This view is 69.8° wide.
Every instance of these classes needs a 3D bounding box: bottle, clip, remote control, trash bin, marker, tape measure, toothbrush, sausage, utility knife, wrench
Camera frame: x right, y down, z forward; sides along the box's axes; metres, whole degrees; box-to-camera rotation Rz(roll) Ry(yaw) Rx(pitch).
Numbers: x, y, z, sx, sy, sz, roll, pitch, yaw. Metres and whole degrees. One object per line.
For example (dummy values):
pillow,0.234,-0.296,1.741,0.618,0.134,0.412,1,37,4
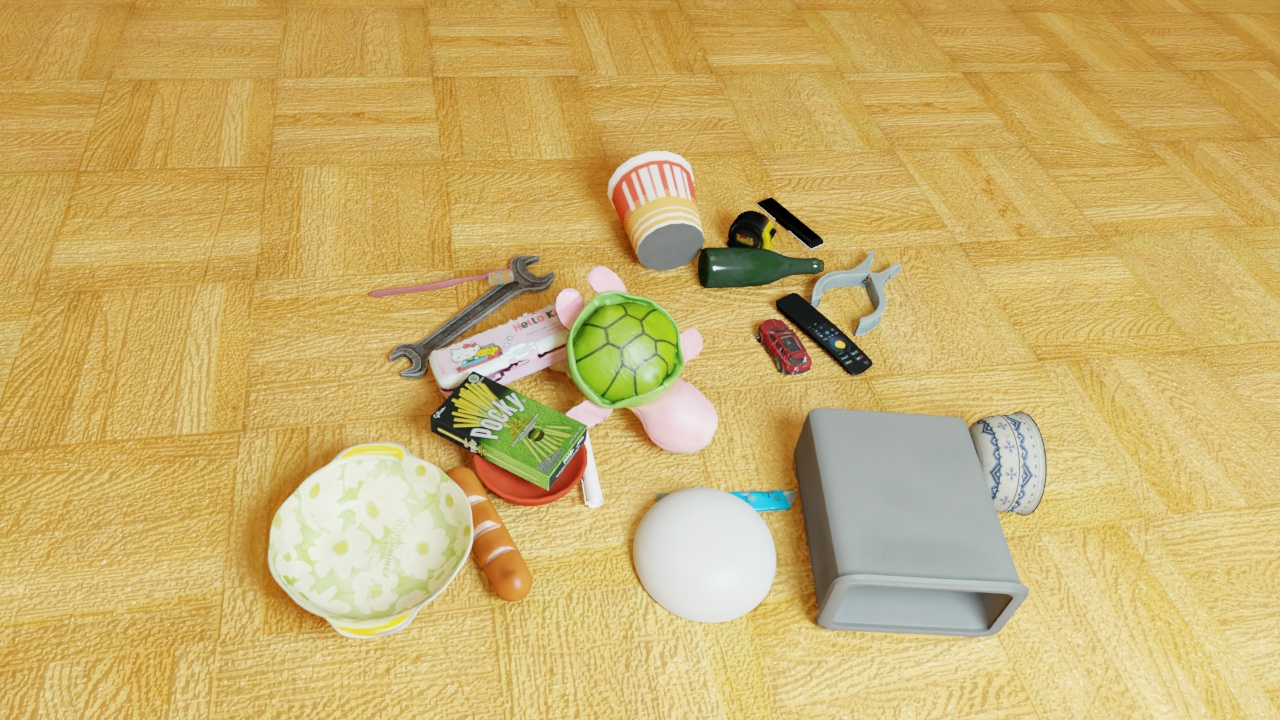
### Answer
bottle,0.169,-0.128,1.258,0.174,0.055,0.055,-2,47,-12
clip,0.279,-0.111,1.276,0.143,0.029,0.171,25,48,13
remote control,0.239,-0.035,1.203,0.041,0.020,0.152,-25,56,-29
trash bin,0.270,0.165,0.964,0.192,0.098,0.219,4,45,-5
marker,-0.063,0.106,1.025,0.020,0.017,0.133,-5,48,-12
remote control,0.223,-0.208,1.370,0.028,0.012,0.124,-24,54,-28
tape measure,0.157,-0.181,1.300,0.067,0.063,0.038,24,47,16
toothbrush,-0.256,-0.097,1.184,0.184,0.015,0.015,-9,47,-9
sausage,-0.155,0.175,0.927,0.039,0.044,0.164,-35,56,-4
utility knife,0.097,0.154,1.006,0.158,0.015,0.031,-1,51,-11
wrench,-0.210,-0.060,1.167,0.070,0.010,0.272,31,50,20

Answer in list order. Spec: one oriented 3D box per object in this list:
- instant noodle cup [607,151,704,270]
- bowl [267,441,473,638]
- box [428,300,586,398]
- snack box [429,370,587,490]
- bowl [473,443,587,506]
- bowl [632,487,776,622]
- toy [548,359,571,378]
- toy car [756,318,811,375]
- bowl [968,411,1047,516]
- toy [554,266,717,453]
instant noodle cup,0.027,-0.200,1.268,0.123,0.124,0.121,-6,55,-14
bowl,-0.259,0.182,0.895,0.188,0.060,0.219,-4,48,-13
box,-0.148,-0.019,1.083,0.202,0.044,0.086,-22,46,-11
snack box,-0.141,0.073,0.987,0.147,0.025,0.080,24,48,14
bowl,-0.119,0.113,0.997,0.122,0.035,0.121,4,46,-5
bowl,0.068,0.188,0.936,0.149,0.043,0.149,3,53,-4
toy,-0.054,-0.005,1.114,0.115,0.046,0.092,2,49,5
toy car,0.183,-0.019,1.171,0.042,0.036,0.091,-13,44,-18
bowl,0.394,0.114,1.018,0.059,0.116,0.115,0,46,-3
toy,-0.006,0.006,1.037,0.189,0.088,0.238,-32,88,-19
